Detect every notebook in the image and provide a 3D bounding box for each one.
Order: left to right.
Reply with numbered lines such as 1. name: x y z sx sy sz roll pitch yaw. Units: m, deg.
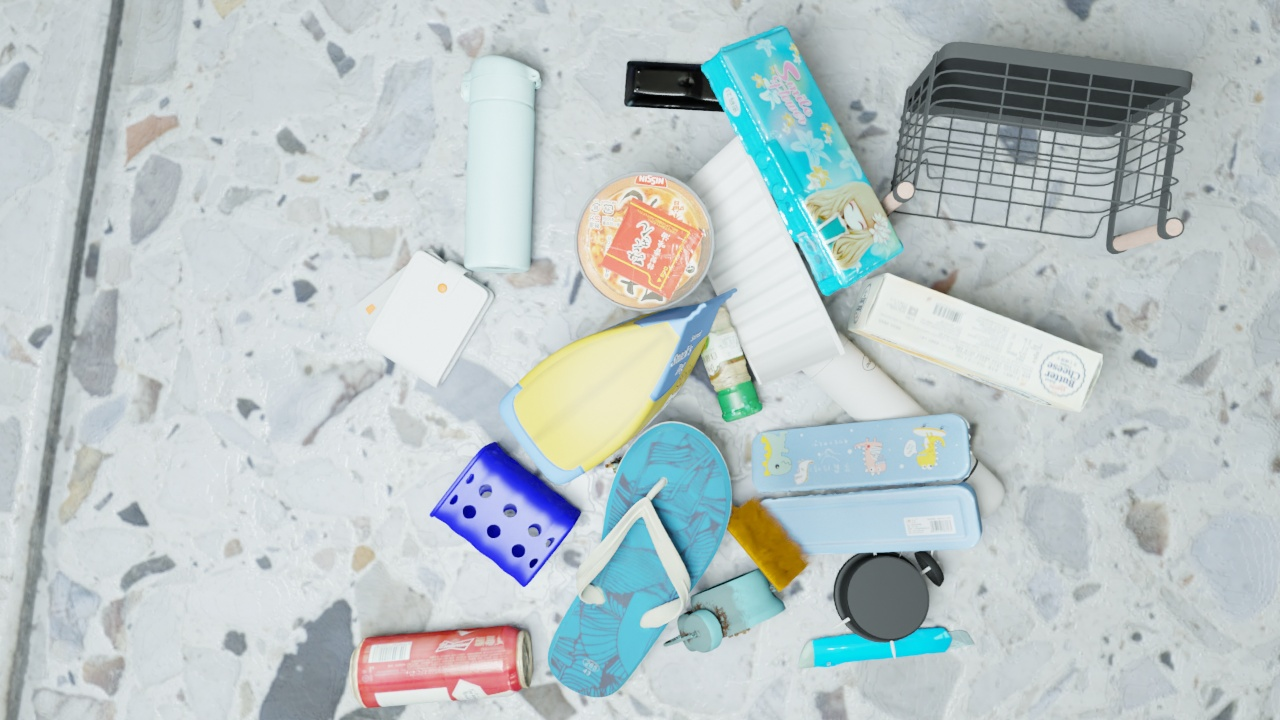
1. notebook: 0.103 -0.085 0.857 0.009 0.143 0.209 -24 88 -25

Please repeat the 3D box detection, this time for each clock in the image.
1. clock: 0.077 0.242 0.874 0.124 0.090 0.053 -19 76 -15
2. clock: 0.238 0.215 0.884 0.091 0.042 0.120 26 82 7

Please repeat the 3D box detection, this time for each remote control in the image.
1. remote control: 0.059 -0.274 0.915 0.150 0.022 0.047 3 89 3

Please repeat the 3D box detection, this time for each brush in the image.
1. brush: 0.107 0.156 0.872 0.048 0.017 0.126 -31 74 -37

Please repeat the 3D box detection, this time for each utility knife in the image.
1. utility knife: 0.241 0.282 0.903 0.175 0.015 0.031 -4 92 1

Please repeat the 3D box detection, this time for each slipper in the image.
1. slipper: -0.001 0.200 0.854 0.118 0.060 0.295 24 103 -5

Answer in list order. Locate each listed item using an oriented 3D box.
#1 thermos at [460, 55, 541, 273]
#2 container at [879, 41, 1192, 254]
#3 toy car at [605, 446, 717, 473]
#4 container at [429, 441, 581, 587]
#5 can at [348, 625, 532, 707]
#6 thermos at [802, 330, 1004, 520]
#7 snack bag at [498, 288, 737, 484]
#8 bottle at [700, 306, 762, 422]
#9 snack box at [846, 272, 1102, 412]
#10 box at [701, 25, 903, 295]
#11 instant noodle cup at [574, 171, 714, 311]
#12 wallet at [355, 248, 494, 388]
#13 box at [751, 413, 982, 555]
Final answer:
1. thermos: -0.139 -0.192 0.903 0.078 0.065 0.207 1 90 1
2. container: 0.347 -0.183 0.828 0.241 0.163 0.130 9 90 3
3. toy car: 0.023 0.109 0.900 0.112 0.047 0.047 -10 88 4
4. container: -0.127 0.148 0.889 0.113 0.085 0.084 38 92 2
5. can: -0.194 0.299 0.899 0.170 0.067 0.067 -6 89 3
6. thermos: 0.255 0.065 0.885 0.224 0.052 0.052 43 91 3
7. snack bag: -0.005 0.005 0.826 0.206 0.158 0.102 -38 87 18
8. bottle: 0.084 0.004 0.900 0.043 0.043 0.111 -19 88 2
9. snack box: 0.305 -0.017 0.859 0.208 0.104 0.057 22 93 3
10. box: 0.162 -0.187 0.830 0.072 0.181 0.227 -27 94 36
11. instant noodle cup: 0.006 -0.104 0.866 0.123 0.121 0.123 0 89 3
12. wallet: -0.222 -0.052 0.921 0.115 0.037 0.118 32 94 3
13. box: 0.204 0.119 0.859 0.210 0.034 0.127 -9 88 28
